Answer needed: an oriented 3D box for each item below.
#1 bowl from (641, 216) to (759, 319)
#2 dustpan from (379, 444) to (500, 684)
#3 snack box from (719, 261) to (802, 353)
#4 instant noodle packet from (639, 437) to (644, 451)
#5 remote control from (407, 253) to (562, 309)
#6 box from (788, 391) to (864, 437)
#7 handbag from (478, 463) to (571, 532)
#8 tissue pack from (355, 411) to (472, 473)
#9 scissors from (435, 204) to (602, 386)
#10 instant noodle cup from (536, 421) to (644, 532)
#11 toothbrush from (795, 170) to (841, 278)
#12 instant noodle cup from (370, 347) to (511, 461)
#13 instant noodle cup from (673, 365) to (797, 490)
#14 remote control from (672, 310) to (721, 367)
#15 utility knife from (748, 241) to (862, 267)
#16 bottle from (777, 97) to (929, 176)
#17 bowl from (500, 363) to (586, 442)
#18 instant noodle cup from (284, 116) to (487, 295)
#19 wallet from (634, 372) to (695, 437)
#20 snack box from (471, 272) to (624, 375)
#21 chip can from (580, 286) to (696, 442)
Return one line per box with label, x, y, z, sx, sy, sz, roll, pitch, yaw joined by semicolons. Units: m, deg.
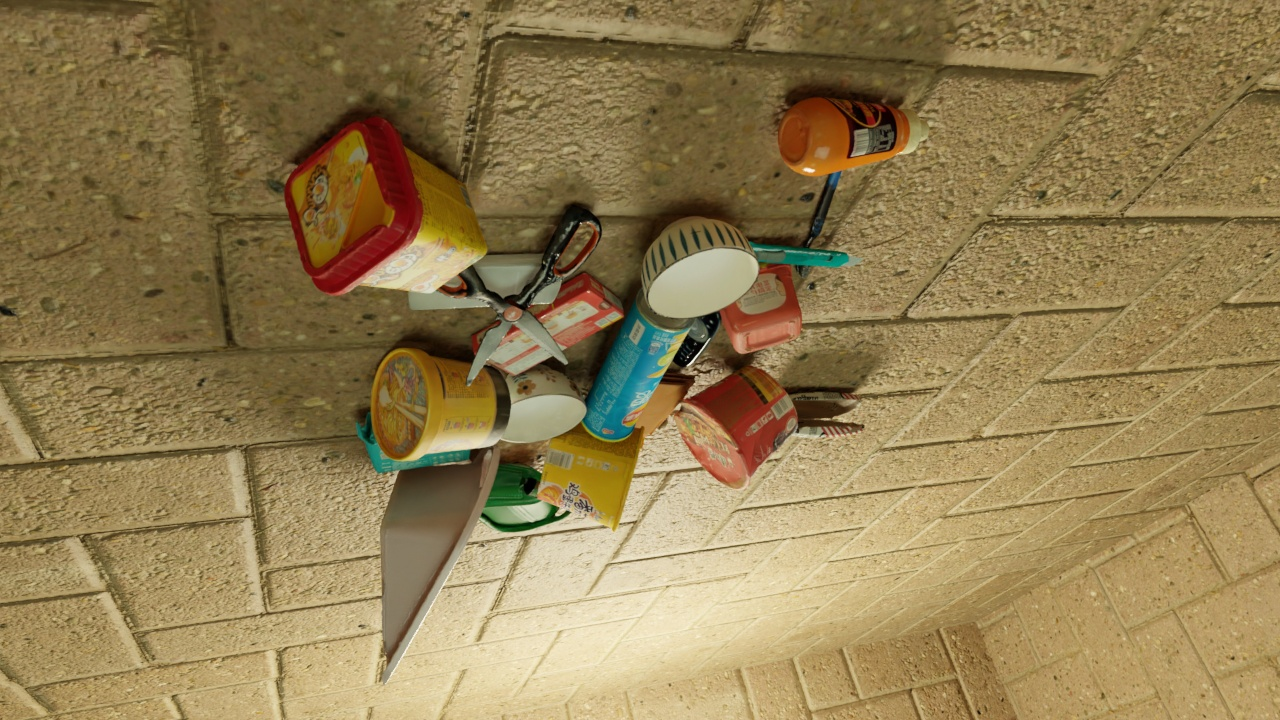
bowl;0.053;-0.100;0.912;0.116;0.066;0.117;-13;151;-7
dustpan;-0.249;0.241;1.168;0.139;0.222;0.274;1;112;-7
snack box;0.130;-0.059;1.005;0.091;0.080;0.082;-16;150;1
instant noodle packet;-0.056;0.137;1.289;0.110;0.044;0.129;-3;148;-26
remote control;-0.151;-0.078;0.892;0.149;0.021;0.058;-4;140;-21
box;0.250;0.070;1.330;0.163;0.082;0.075;-1;-179;-27
handbag;-0.166;0.193;1.277;0.120;0.067;0.131;-4;152;17
tissue pack;-0.267;0.091;1.097;0.133;0.050;0.093;-8;152;-13
scissors;-0.126;-0.062;0.880;0.220;0.021;0.234;24;117;-38
instant noodle cup;-0.065;0.136;1.158;0.110;0.137;0.138;15;147;0
toothbrush;0.187;-0.146;0.951;0.014;0.016;0.190;-10;149;-12
instant noodle cup;-0.213;0.048;0.994;0.114;0.118;0.119;3;146;-45
instant noodle cup;0.128;0.081;1.177;0.108;0.138;0.138;-35;157;-22
remote control;0.061;-0.037;1.039;0.024;0.053;0.137;-35;168;-29
utility knife;0.159;-0.112;0.974;0.166;0.013;0.029;3;148;-13
bottle;0.197;-0.202;0.819;0.149;0.066;0.067;-10;151;-25
bowl;-0.124;0.043;1.074;0.113;0.062;0.114;-11;152;-6
instant noodle cup;-0.197;-0.112;0.735;0.116;0.116;0.123;-30;160;23
wallet;-0.001;0.057;1.190;0.107;0.031;0.132;6;144;-27
snack box;-0.100;-0.036;0.987;0.153;0.025;0.075;-27;148;20
chip can;-0.006;0.006;1.043;0.071;0.071;0.211;0;142;-26
